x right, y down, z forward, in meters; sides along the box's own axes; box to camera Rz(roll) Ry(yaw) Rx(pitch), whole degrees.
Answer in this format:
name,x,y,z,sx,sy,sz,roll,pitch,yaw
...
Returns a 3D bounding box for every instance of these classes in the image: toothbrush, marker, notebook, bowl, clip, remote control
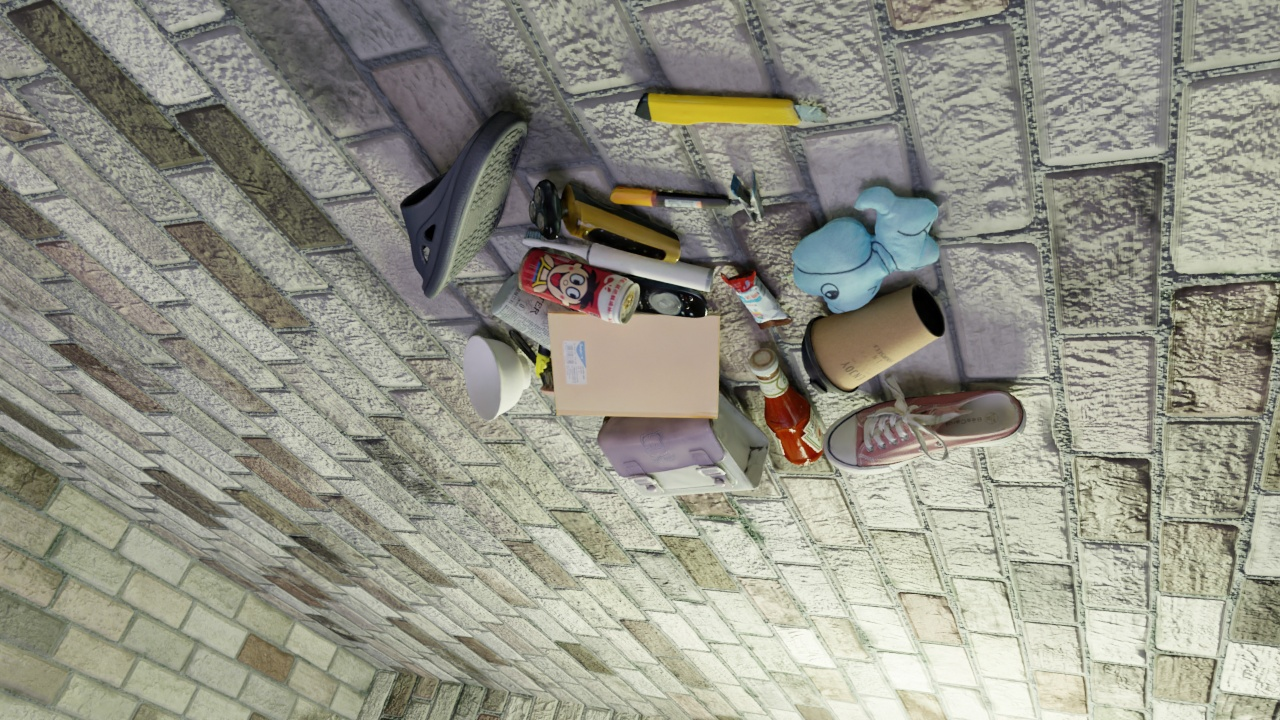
name,x,y,z,sx,sy,sz,roll,pitch,yaw
toothbrush,-0.026,-0.114,1.030,0.221,0.026,0.027,13,155,7
marker,-0.127,-0.017,1.224,0.018,0.015,0.124,14,141,-2
toothbrush,-0.131,0.015,1.288,0.016,0.018,0.181,-7,138,32
notebook,-0.007,0.007,1.121,0.206,0.010,0.146,1,118,5
bowl,-0.190,0.019,1.262,0.064,0.118,0.119,-11,163,-33
clip,0.109,-0.157,0.901,0.044,0.027,0.058,-7,141,22
remote control,0.015,-0.077,1.065,0.136,0.024,0.053,9,143,20
marker,0.030,-0.165,0.937,0.124,0.015,0.018,7,148,13

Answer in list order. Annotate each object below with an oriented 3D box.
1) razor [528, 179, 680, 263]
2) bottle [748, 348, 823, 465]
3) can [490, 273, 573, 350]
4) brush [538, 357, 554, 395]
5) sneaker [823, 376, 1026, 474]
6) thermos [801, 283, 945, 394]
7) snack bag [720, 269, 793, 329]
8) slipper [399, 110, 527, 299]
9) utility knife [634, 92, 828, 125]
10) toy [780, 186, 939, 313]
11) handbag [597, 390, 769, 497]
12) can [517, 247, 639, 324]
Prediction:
name,x,y,z,sx,sy,sz,roll,pitch,yaw
razor,-0.037,-0.139,0.968,0.167,0.067,0.062,18,149,-12
bottle,0.183,0.059,1.161,0.060,0.059,0.206,-1,143,27
can,-0.112,-0.046,1.143,0.146,0.058,0.058,33,145,-23
brush,-0.057,0.028,1.212,0.146,0.063,0.073,5,135,27
sneaker,0.320,0.075,1.076,0.242,0.118,0.087,-14,154,31
thermos,0.246,-0.024,0.981,0.093,0.092,0.144,36,136,-27
snack bag,0.130,-0.069,1.022,0.045,0.026,0.105,-12,139,34
slipper,-0.195,-0.173,0.967,0.083,0.110,0.269,37,141,0
utility knife,0.080,-0.224,0.823,0.177,0.015,0.033,7,152,14
toy,0.214,-0.105,0.907,0.156,0.049,0.161,1,138,22
handbag,0.055,0.119,1.255,0.197,0.098,0.145,-13,131,38
can,-0.070,-0.085,1.047,0.133,0.053,0.053,21,150,17
